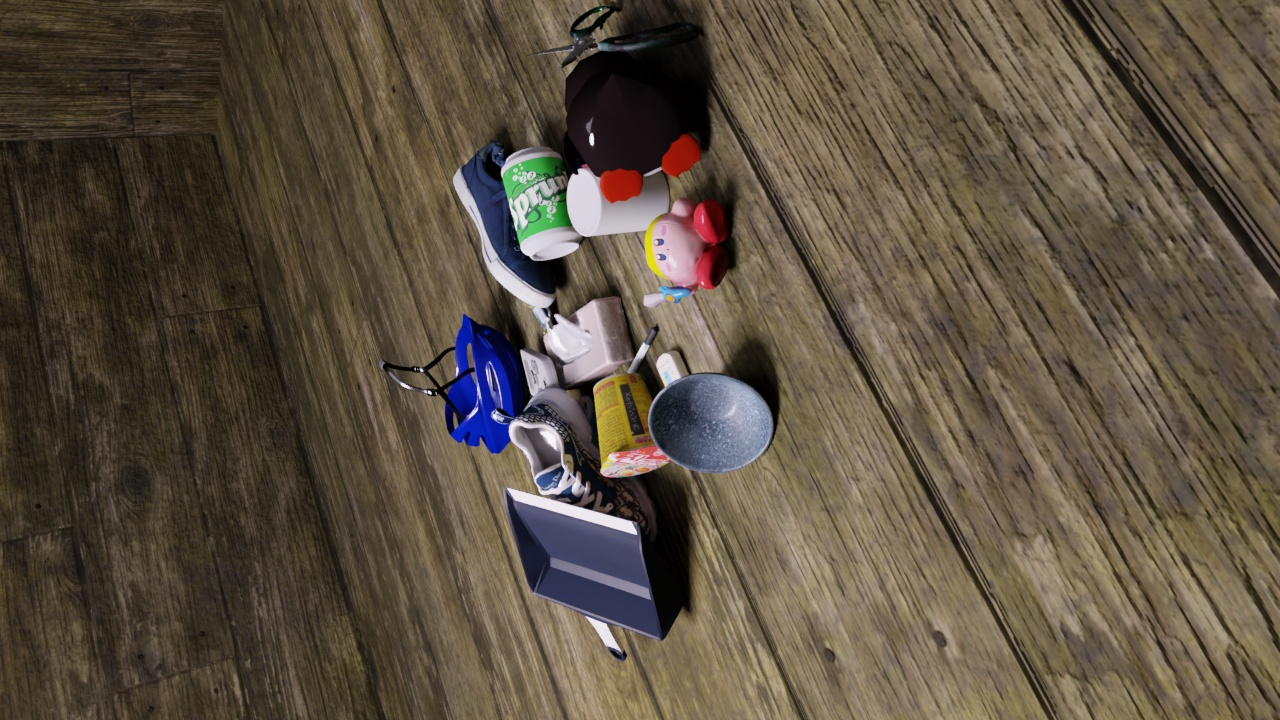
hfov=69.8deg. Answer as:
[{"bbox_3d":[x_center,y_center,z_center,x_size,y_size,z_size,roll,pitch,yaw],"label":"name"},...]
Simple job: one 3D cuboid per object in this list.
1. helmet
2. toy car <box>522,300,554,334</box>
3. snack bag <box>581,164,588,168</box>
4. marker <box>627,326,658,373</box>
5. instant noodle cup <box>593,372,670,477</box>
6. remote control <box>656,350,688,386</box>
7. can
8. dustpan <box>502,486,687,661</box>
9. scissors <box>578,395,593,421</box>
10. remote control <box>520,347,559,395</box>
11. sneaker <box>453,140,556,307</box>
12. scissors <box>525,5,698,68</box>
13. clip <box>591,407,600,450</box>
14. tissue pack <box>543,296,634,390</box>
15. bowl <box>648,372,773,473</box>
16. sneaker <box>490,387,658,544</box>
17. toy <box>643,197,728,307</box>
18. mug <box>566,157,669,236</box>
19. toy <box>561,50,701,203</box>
[{"bbox_3d":[-0.300,0.047,1.475,0.148,0.227,0.242,-145,53,-61],"label":"helmet"},{"bbox_3d":[-0.147,-0.069,1.366,0.090,0.027,0.038,58,175,-21],"label":"toy car"},{"bbox_3d":[-0.054,-0.302,1.181,0.057,0.013,0.158,63,145,21],"label":"snack bag"},{"bbox_3d":[-0.007,0.007,1.205,0.011,0.011,0.153,60,143,27],"label":"marker"},{"bbox_3d":[-0.015,0.080,1.173,0.101,0.100,0.112,-51,48,51],"label":"instant noodle cup"},{"bbox_3d":[0.055,0.048,1.114,0.038,0.018,0.125,-42,66,54],"label":"remote control"},{"bbox_3d":[-0.136,-0.216,1.266,0.088,0.087,0.140,-26,77,57],"label":"can"},{"bbox_3d":[-0.062,0.302,1.230,0.237,0.080,0.273,8,141,37],"label":"dustpan"},{"bbox_3d":[-0.116,0.090,1.385,0.177,0.013,0.170,-41,57,48],"label":"scissors"},{"bbox_3d":[-0.149,0.026,1.360,0.151,0.019,0.074,-160,56,-69],"label":"remote control"},{"bbox_3d":[-0.181,-0.213,1.347,0.127,0.120,0.294,-43,59,29],"label":"sneaker"},{"bbox_3d":[-0.023,-0.371,1.036,0.206,0.201,0.015,2,130,20],"label":"scissors"},{"bbox_3d":[-0.056,0.112,1.303,0.097,0.026,0.116,28,123,48],"label":"clip"},{"bbox_3d":[-0.085,-0.022,1.270,0.182,0.071,0.104,-27,77,61],"label":"tissue pack"},{"bbox_3d":[0.080,0.056,1.021,0.057,0.137,0.137,-76,0,-55],"label":"bowl"},{"bbox_3d":[-0.090,0.158,1.219,0.103,0.132,0.269,-43,77,24],"label":"sneaker"},{"bbox_3d":[0.044,-0.123,1.040,0.132,0.096,0.124,4,110,38],"label":"toy"},{"bbox_3d":[-0.034,-0.205,1.100,0.112,0.096,0.079,63,145,24],"label":"mug"},{"bbox_3d":[-0.030,-0.292,1.030,0.140,0.159,0.184,64,180,-43],"label":"toy"}]
